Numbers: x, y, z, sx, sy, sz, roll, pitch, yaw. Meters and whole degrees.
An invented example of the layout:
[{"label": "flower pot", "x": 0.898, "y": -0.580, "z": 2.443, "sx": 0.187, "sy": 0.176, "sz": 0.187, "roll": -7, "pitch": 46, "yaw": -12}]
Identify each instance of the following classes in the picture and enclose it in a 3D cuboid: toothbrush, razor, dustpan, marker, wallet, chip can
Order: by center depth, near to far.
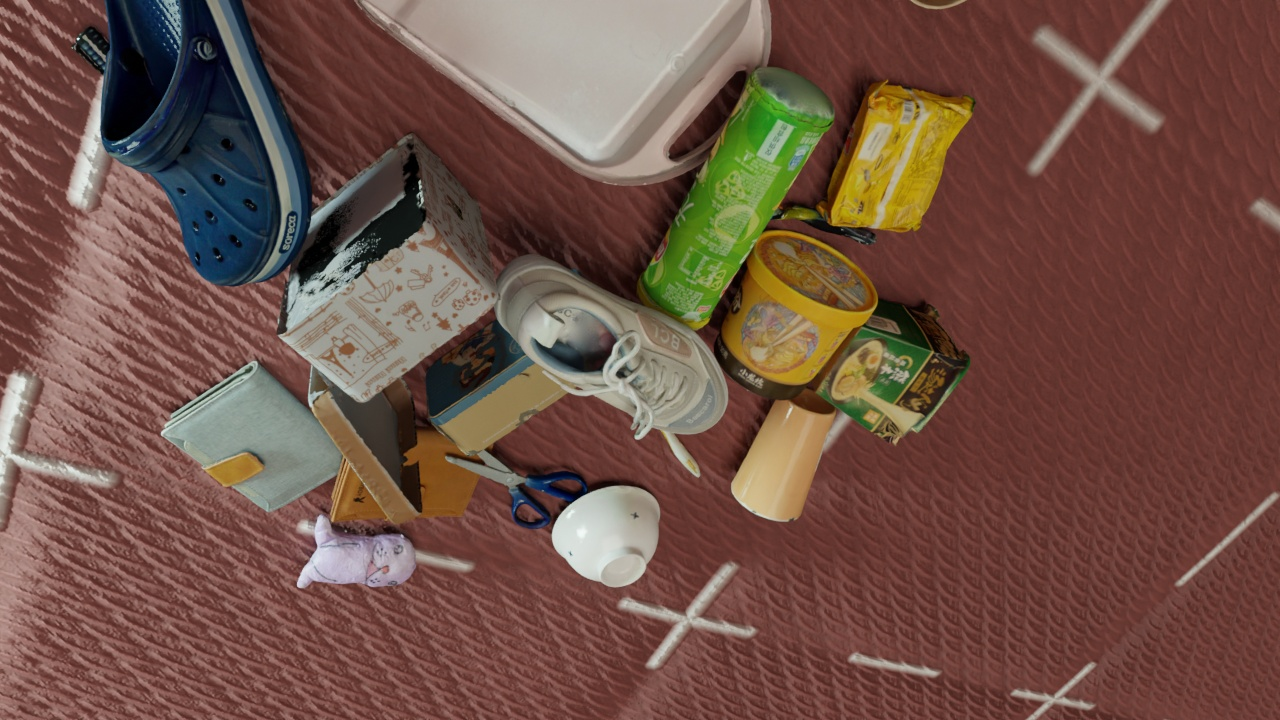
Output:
[{"label": "marker", "x": -0.340, "y": -0.173, "z": 0.644, "sx": 0.023, "sy": 0.018, "sz": 0.131, "roll": -24, "pitch": 127, "yaw": 13}, {"label": "dustpan", "x": -0.034, "y": -0.254, "z": 0.667, "sx": 0.273, "sy": 0.138, "sz": 0.223, "roll": 44, "pitch": 101, "yaw": -7}, {"label": "chip can", "x": 0.072, "y": -0.126, "z": 0.735, "sx": 0.072, "sy": 0.072, "sz": 0.222, "roll": 12, "pitch": 131, "yaw": -23}, {"label": "wallet", "x": -0.333, "y": 0.075, "z": 0.804, "sx": 0.106, "sy": 0.037, "sz": 0.130, "roll": -32, "pitch": 127, "yaw": 5}, {"label": "razor", "x": 0.153, "y": -0.123, "z": 0.811, "sx": 0.142, "sy": 0.043, "sz": 0.022, "roll": 8, "pitch": 94, "yaw": -26}, {"label": "wallet", "x": -0.212, "y": 0.105, "z": 0.850, "sx": 0.131, "sy": 0.031, "sz": 0.108, "roll": 6, "pitch": 123, "yaw": -34}, {"label": "toothbrush", "x": 0.012, "y": 0.059, "z": 0.905, "sx": 0.018, "sy": 0.016, "sz": 0.191, "roll": -25, "pitch": 127, "yaw": 16}]

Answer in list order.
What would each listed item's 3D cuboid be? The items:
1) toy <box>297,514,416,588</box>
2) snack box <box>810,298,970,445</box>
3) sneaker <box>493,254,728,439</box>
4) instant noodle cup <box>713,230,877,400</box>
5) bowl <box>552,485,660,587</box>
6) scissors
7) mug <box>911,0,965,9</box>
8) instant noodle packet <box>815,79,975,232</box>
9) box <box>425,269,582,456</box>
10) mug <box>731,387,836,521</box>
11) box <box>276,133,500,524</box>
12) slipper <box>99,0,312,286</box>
[{"label": "toy", "x": -0.273, "y": 0.192, "z": 0.901, "sx": 0.108, "sy": 0.039, "sz": 0.084, "roll": 13, "pitch": 111, "yaw": -22}, {"label": "snack box", "x": 0.221, "y": -0.002, "z": 0.868, "sx": 0.105, "sy": 0.118, "sz": 0.118, "roll": 23, "pitch": 116, "yaw": -17}, {"label": "sneaker", "x": -0.004, "y": 0.004, "z": 0.714, "sx": 0.242, "sy": 0.090, "sz": 0.089, "roll": 31, "pitch": 102, "yaw": -37}, {"label": "instant noodle cup", "x": 0.130, "y": -0.037, "z": 0.815, "sx": 0.118, "sy": 0.118, "sz": 0.115, "roll": 10, "pitch": 128, "yaw": -22}, {"label": "bowl", "x": -0.027, "y": 0.194, "z": 0.948, "sx": 0.118, "sy": 0.064, "sz": 0.118, "roll": -11, "pitch": 132, "yaw": -13}, {"label": "scissors", "x": -0.112, "y": 0.113, "z": 0.889, "sx": 0.140, "sy": 0.012, "sz": 0.171, "roll": -16, "pitch": 138, "yaw": -12}, {"label": "mug", "x": 0.211, "y": -0.316, "z": 0.646, "sx": 0.125, "sy": 0.103, "sz": 0.084, "roll": -34, "pitch": 126, "yaw": 8}, {"label": "instant noodle packet", "x": 0.215, "y": -0.173, "z": 0.783, "sx": 0.110, "sy": 0.044, "sz": 0.129, "roll": 0, "pitch": 127, "yaw": -24}, {"label": "box", "x": -0.098, "y": -0.002, "z": 0.787, "sx": 0.184, "sy": 0.089, "sz": 0.059, "roll": -37, "pitch": 125, "yaw": 7}, {"label": "mug", "x": 0.149, "y": 0.092, "z": 0.931, "sx": 0.078, "sy": 0.078, "sz": 0.123, "roll": 9, "pitch": 116, "yaw": -21}, {"label": "box", "x": -0.167, "y": -0.030, "z": 0.691, "sx": 0.156, "sy": 0.180, "sz": 0.227, "roll": -24, "pitch": 124, "yaw": -1}, {"label": "slipper", "x": -0.292, "y": -0.160, "z": 0.588, "sx": 0.095, "sy": 0.105, "sz": 0.253, "roll": -36, "pitch": 128, "yaw": -48}]
